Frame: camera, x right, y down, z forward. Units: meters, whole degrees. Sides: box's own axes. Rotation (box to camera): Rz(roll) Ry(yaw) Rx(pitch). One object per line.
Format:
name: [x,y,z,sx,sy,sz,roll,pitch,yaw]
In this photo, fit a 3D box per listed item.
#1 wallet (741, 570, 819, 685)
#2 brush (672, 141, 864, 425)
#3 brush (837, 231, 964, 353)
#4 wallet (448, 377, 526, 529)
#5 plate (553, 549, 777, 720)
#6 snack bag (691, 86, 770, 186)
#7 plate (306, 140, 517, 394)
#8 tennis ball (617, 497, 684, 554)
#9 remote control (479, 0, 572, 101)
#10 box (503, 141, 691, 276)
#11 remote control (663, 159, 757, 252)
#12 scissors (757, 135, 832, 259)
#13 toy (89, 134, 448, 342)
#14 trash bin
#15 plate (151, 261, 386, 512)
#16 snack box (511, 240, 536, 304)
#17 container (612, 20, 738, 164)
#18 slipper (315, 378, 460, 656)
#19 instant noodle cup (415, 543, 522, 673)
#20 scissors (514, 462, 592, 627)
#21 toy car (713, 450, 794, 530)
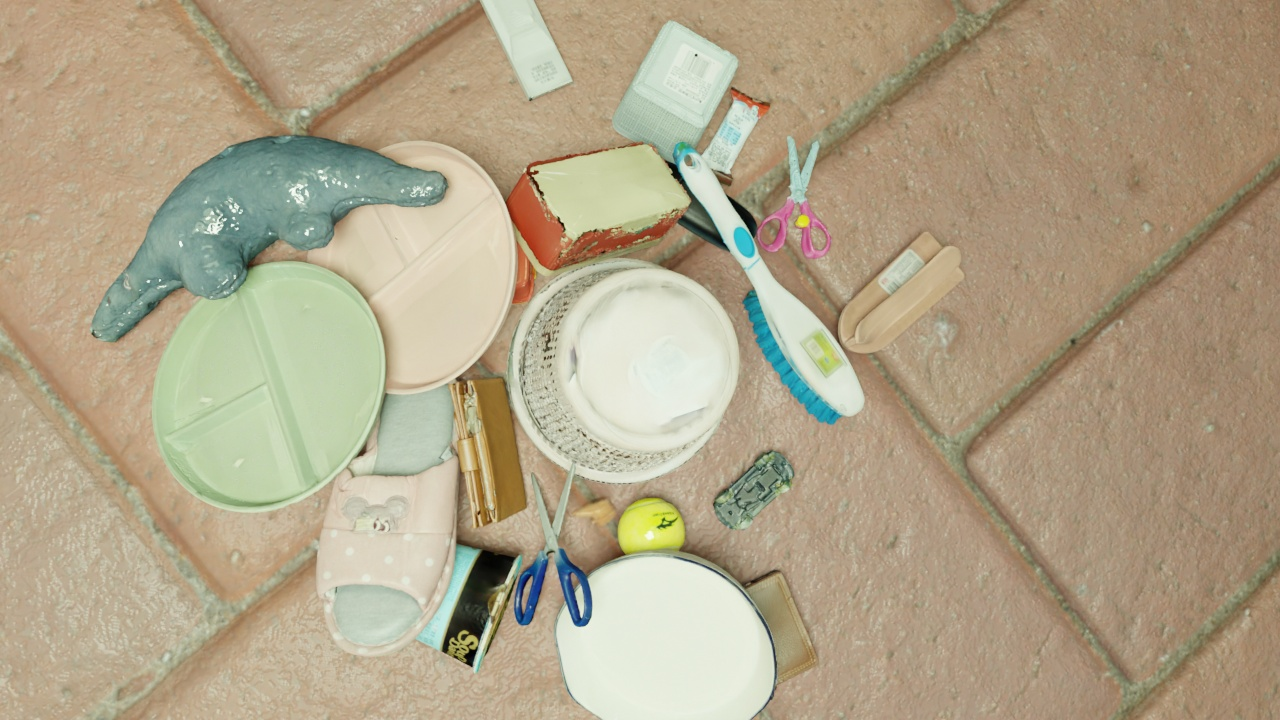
wallet: [0.104,0.276,0.910,0.124,0.032,0.101,-23,87,-10]
brush: [0.120,-0.070,0.891,0.060,0.109,0.314,-37,93,-7]
brush: [0.259,-0.063,0.931,0.145,0.073,0.063,-41,94,-7]
wallet: [-0.140,0.082,0.847,0.031,0.107,0.132,-12,89,10]
plate: [0.024,0.264,0.851,0.205,0.045,0.205,4,108,11]
snack bag: [0.093,-0.230,0.938,0.048,0.026,0.104,25,84,0]
plate: [-0.208,-0.083,0.834,0.230,0.028,0.229,-2,86,23]
tennis ball: [0.010,0.165,0.883,0.065,0.065,0.065,1,86,-9]
remote control: [-0.116,-0.324,0.914,0.049,0.024,0.125,-26,91,-9]
box: [-0.034,-0.146,0.845,0.167,0.077,0.091,-23,76,-43]
remote control: [0.057,-0.158,0.929,0.136,0.024,0.053,31,85,-4]
scissors: [0.154,-0.170,0.952,0.093,0.017,0.137,-7,83,-2]
toy: [-0.348,-0.128,0.823,0.356,0.091,0.137,-24,72,5]
trash bin: [-0.005,0.005,0.828,0.227,0.192,0.227,0,87,-9]
plate: [-0.330,0.022,0.822,0.230,0.027,0.230,-3,75,11]
snack box: [-0.139,-0.102,0.869,0.082,0.080,0.091,-1,87,-8]
container: [0.034,-0.259,0.888,0.090,0.111,0.090,28,83,-6]
slipper: [-0.212,0.118,0.804,0.114,0.054,0.273,4,59,1]
instant noodle cup: [-0.183,0.209,0.837,0.120,0.111,0.111,21,84,1]
scissors: [-0.082,0.180,0.851,0.012,0.162,0.176,10,111,-35]
toy car: [0.112,0.129,0.916,0.090,0.034,0.043,-43,96,-6]
